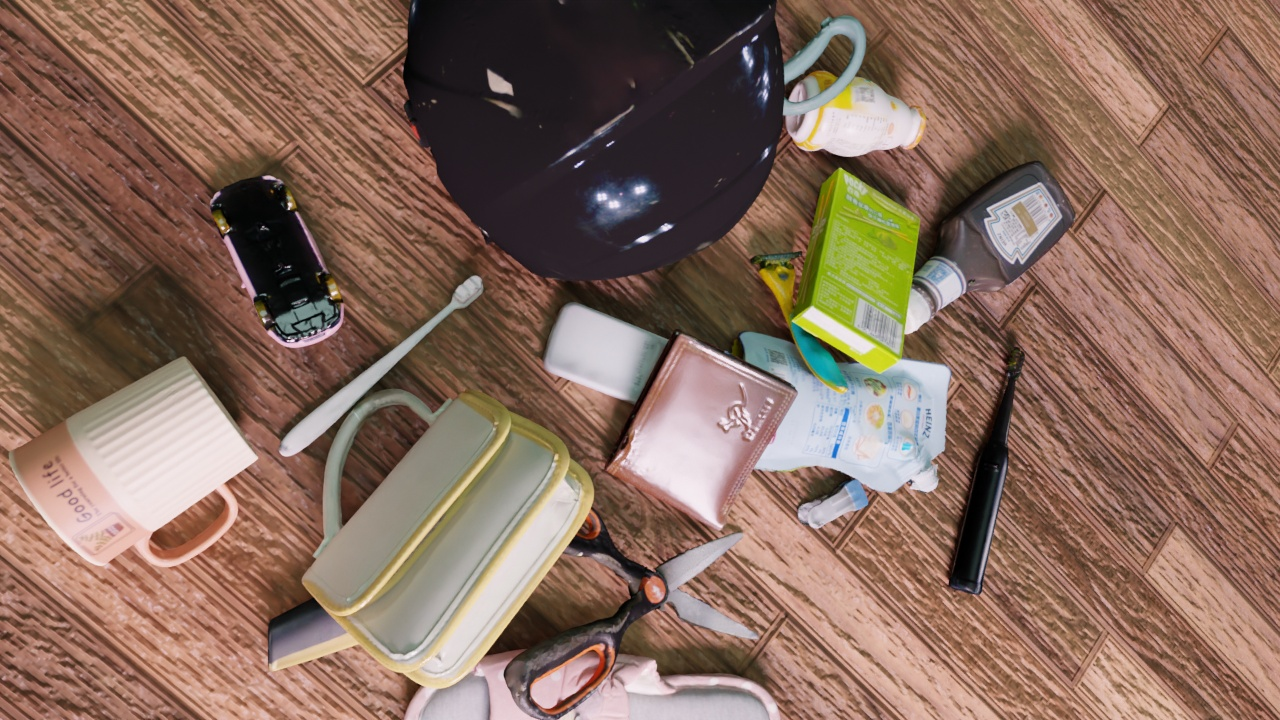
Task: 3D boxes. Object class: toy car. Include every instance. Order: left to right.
[{"bbox_3d":[-0.240,-0.065,0.610,0.056,0.037,0.122,-24,79,-22],"label":"toy car"}]

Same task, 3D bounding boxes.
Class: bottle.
[{"bbox_3d":[0.175,-0.196,0.742,0.108,0.063,0.063,4,82,-17],"label":"bottle"},{"bbox_3d":[0.282,-0.091,0.776,0.194,0.044,0.080,-37,95,-17],"label":"bottle"}]

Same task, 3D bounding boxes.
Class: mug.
[{"bbox_3d":[-0.294,0.070,0.560,0.105,0.082,0.114,-36,122,-20],"label":"mug"}]

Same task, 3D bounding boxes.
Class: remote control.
[{"bbox_3d":[-0.004,0.004,0.685,0.136,0.020,0.055,21,78,-15],"label":"remote control"}]

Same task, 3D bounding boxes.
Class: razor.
[{"bbox_3d":[-0.164,0.160,0.605,0.167,0.062,0.068,-20,121,-14],"label":"razor"},{"bbox_3d":[0.126,-0.028,0.706,0.043,0.028,0.132,-7,59,-28],"label":"razor"}]

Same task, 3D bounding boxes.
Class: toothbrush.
[{"bbox_3d":[-0.176,0.002,0.632,0.016,0.016,0.179,45,73,4],"label":"toothbrush"},{"bbox_3d":[0.295,0.089,0.768,0.027,0.026,0.212,32,71,-52],"label":"toothbrush"}]

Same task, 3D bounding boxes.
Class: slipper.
[{"bbox_3d":[-0.024,0.259,0.632,0.274,0.054,0.114,9,81,-17],"label":"slipper"}]

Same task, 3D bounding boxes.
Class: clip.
[{"bbox_3d":[0.151,0.115,0.725,0.057,0.036,0.026,-23,93,-22],"label":"clip"}]

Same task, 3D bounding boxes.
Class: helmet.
[{"bbox_3d":[-0.033,-0.190,0.581,0.233,0.230,0.274,-38,80,-11],"label":"helmet"}]

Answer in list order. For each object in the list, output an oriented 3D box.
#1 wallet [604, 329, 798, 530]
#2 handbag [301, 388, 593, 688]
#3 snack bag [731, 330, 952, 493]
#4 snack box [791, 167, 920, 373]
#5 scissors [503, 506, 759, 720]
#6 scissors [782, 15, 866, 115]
[{"bbox_3d":[0.044,0.051,0.663,0.101,0.032,0.125,26,102,-9],"label":"wallet"},{"bbox_3d":[-0.141,0.089,0.572,0.179,0.063,0.163,29,70,27],"label":"handbag"},{"bbox_3d":[0.158,0.042,0.723,0.191,0.039,0.110,11,69,-15],"label":"snack bag"},{"bbox_3d":[0.172,-0.073,0.719,0.085,0.026,0.156,28,54,-14],"label":"snack box"},{"bbox_3d":[-0.011,0.153,0.628,0.228,0.022,0.220,52,51,-8],"label":"scissors"},{"bbox_3d":[0.076,-0.247,0.707,0.171,0.019,0.170,-27,86,12],"label":"scissors"}]
